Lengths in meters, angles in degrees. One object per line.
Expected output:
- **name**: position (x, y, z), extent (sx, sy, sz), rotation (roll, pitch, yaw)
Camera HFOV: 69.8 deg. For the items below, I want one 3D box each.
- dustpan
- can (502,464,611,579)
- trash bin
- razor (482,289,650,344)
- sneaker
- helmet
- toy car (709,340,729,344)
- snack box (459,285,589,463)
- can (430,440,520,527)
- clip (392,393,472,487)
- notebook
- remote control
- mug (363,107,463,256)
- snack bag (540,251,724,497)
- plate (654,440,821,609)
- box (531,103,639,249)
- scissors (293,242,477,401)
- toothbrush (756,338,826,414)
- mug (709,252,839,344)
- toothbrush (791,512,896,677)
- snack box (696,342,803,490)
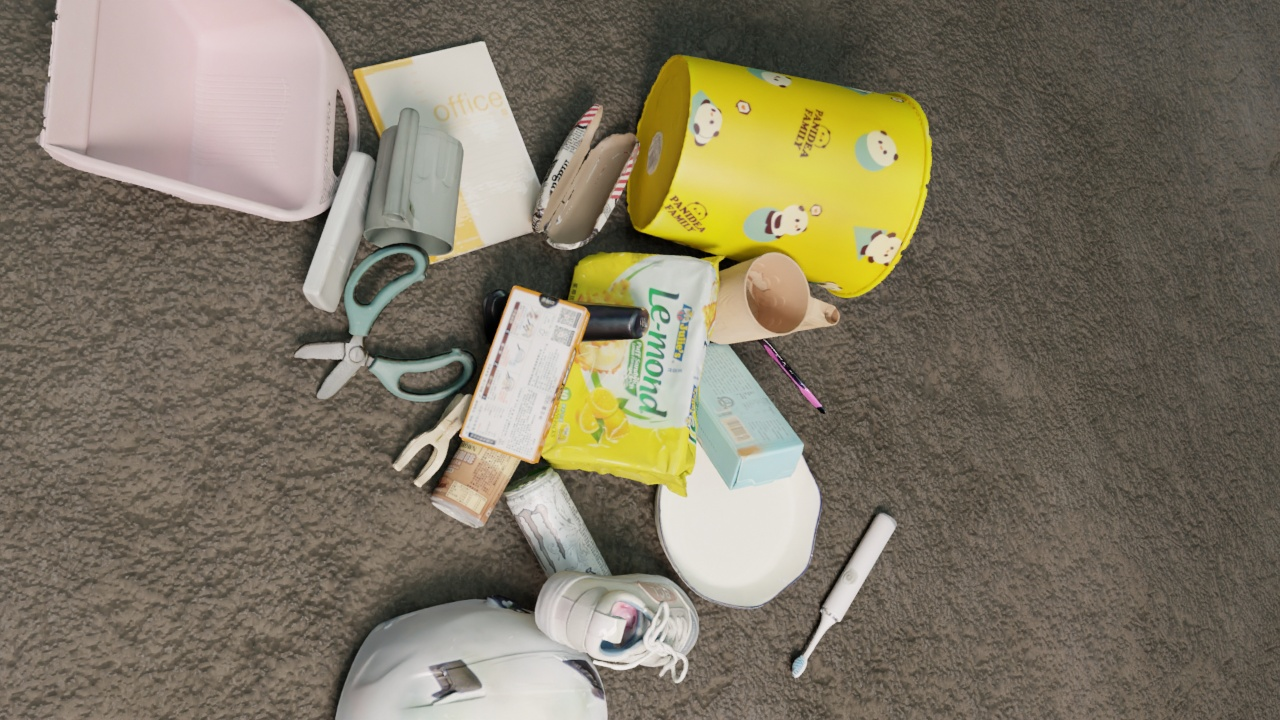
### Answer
- **dustpan**: position (-0.343, -0.237, 0.768), extent (0.139, 0.273, 0.222), rotation (1, 84, 0)
- **can**: position (-0.078, 0.180, 0.910), extent (0.058, 0.058, 0.147), rotation (-30, 96, -26)
- **trash bin**: position (0.135, -0.202, 0.981), extent (0.255, 0.230, 0.229), rotation (9, 79, -18)
- **razor**: position (-0.073, -0.041, 0.906), extent (0.067, 0.168, 0.062), rotation (-54, 143, -63)
- **sneaker**: position (0.008, 0.251, 0.871), extent (0.242, 0.091, 0.089), rotation (31, 75, -52)
- **helmet**: position (-0.133, 0.330, 0.815), extent (0.258, 0.146, 0.228), rotation (11, 78, -24)
- **toy car**: position (0.057, -0.056, 1.016), extent (0.120, 0.045, 0.052), rotation (22, 73, -19)
- **snack box**: position (-0.107, 0.013, 0.856), extent (0.075, 0.026, 0.153), rotation (18, 83, 8)
- **can**: position (-0.150, 0.099, 0.888), extent (0.058, 0.059, 0.116), rotation (34, 70, -17)
- **clip**: position (-0.192, 0.074, 0.878), extent (0.034, 0.066, 0.099), rotation (43, 79, -14)
- **notebook**: position (-0.187, -0.216, 0.942), extent (0.145, 0.010, 0.206), rotation (-22, 93, -25)
- **remote control**: position (-0.279, -0.121, 0.860), extent (0.021, 0.058, 0.149), rotation (14, 75, 0)
- **mug**: position (-0.211, -0.164, 0.853), extent (0.083, 0.124, 0.103), rotation (6, 79, -4)
- **snack bag**: position (-0.005, 0.005, 0.927), extent (0.068, 0.158, 0.246), rotation (34, 64, -63)
- **plate**: position (0.103, 0.163, 1.005), extent (0.204, 0.046, 0.204), rotation (4, 80, -25)
- **box**: position (-0.067, -0.196, 0.954), extent (0.087, 0.076, 0.162), rotation (49, 57, -44)
- **scissors**: position (-0.227, -0.016, 0.874), extent (0.181, 0.019, 0.170), rotation (37, 86, -28)
- **toothbrush**: position (0.159, -0.007, 1.073), extent (0.189, 0.014, 0.017), rotation (48, 54, -13)
- **mug**: position (0.129, -0.056, 0.968), extent (0.124, 0.104, 0.084), rotation (17, 76, -28)
- **toothbrush**: position (0.233, 0.271, 1.061), extent (0.220, 0.027, 0.026), rotation (-52, 138, -22)
- **snack box**: position (0.091, 0.053, 0.956), extent (0.074, 0.052, 0.174), rotation (-8, 43, -25)
